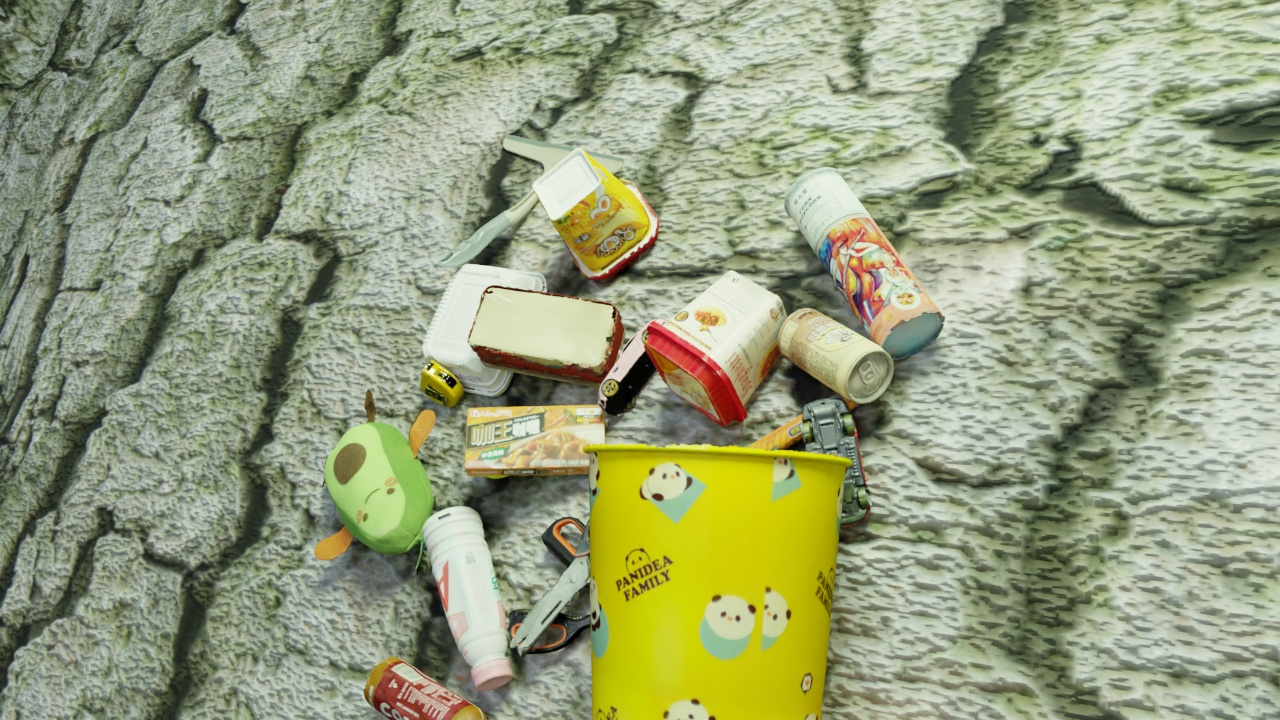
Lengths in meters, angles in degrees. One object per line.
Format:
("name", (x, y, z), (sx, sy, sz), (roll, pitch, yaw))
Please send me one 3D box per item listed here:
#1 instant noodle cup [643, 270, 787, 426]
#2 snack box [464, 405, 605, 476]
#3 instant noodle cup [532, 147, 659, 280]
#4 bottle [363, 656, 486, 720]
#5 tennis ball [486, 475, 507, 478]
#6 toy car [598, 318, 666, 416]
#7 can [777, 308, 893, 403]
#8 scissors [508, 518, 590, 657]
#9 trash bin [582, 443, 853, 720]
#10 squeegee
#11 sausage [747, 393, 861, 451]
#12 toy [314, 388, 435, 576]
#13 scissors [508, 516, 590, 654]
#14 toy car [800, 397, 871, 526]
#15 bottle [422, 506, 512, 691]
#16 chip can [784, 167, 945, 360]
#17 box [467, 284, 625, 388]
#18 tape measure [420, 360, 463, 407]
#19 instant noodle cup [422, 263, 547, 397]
("instant noodle cup", (0.086, -0.017, 0.954), (0.124, 0.116, 0.117), (-45, 51, -12))
("snack box", (-0.116, 0.089, 1.021), (0.153, 0.026, 0.075), (-1, 62, -4))
("instant noodle cup", (-0.058, -0.179, 1.105), (0.116, 0.123, 0.116), (-37, 54, 10))
("bottle", (-0.215, 0.371, 0.962), (0.175, 0.057, 0.057), (15, 75, 35))
("tennis ball", (-0.168, 0.104, 1.064), (0.066, 0.065, 0.065), (-13, 60, 24))
("toy car", (-0.006, 0.006, 1.024), (0.037, 0.056, 0.122), (36, 87, 34))
("can", (0.188, -0.006, 0.896), (0.058, 0.058, 0.116), (-49, 36, 0))
("scissors", (-0.047, 0.220, 0.938), (0.195, 0.015, 0.205), (-3, 65, 20))
("trash bin", (0.057, 0.204, 0.771), (0.230, 0.229, 0.255), (-1, 80, 30))
("squeegee", (-0.175, -0.196, 1.220), (0.247, 0.039, 0.246), (22, 62, 40))
("sausage", (0.172, 0.059, 0.914), (0.165, 0.021, 0.021), (-33, 54, 13))
("toy", (-0.324, 0.149, 1.120), (0.247, 0.090, 0.227), (39, 96, 41))
("scissors", (-0.044, 0.257, 0.945), (0.224, 0.021, 0.220), (-35, 58, 9))
("toy car", (0.186, 0.096, 0.870), (0.053, 0.045, 0.120), (-11, 77, 19))
("bottle", (-0.184, 0.257, 0.998), (0.068, 0.068, 0.196), (-32, 57, 13))
("chip can", (0.224, -0.101, 0.934), (0.071, 0.071, 0.214), (-33, 55, 12))
("box", (-0.109, -0.030, 1.058), (0.168, 0.079, 0.091), (10, 70, 14))
("tape measure", (-0.252, 0.034, 1.151), (0.057, 0.060, 0.028), (34, 57, 2))
("instant noodle cup", (-0.208, -0.049, 1.169), (0.138, 0.060, 0.173), (10, 73, 33))
